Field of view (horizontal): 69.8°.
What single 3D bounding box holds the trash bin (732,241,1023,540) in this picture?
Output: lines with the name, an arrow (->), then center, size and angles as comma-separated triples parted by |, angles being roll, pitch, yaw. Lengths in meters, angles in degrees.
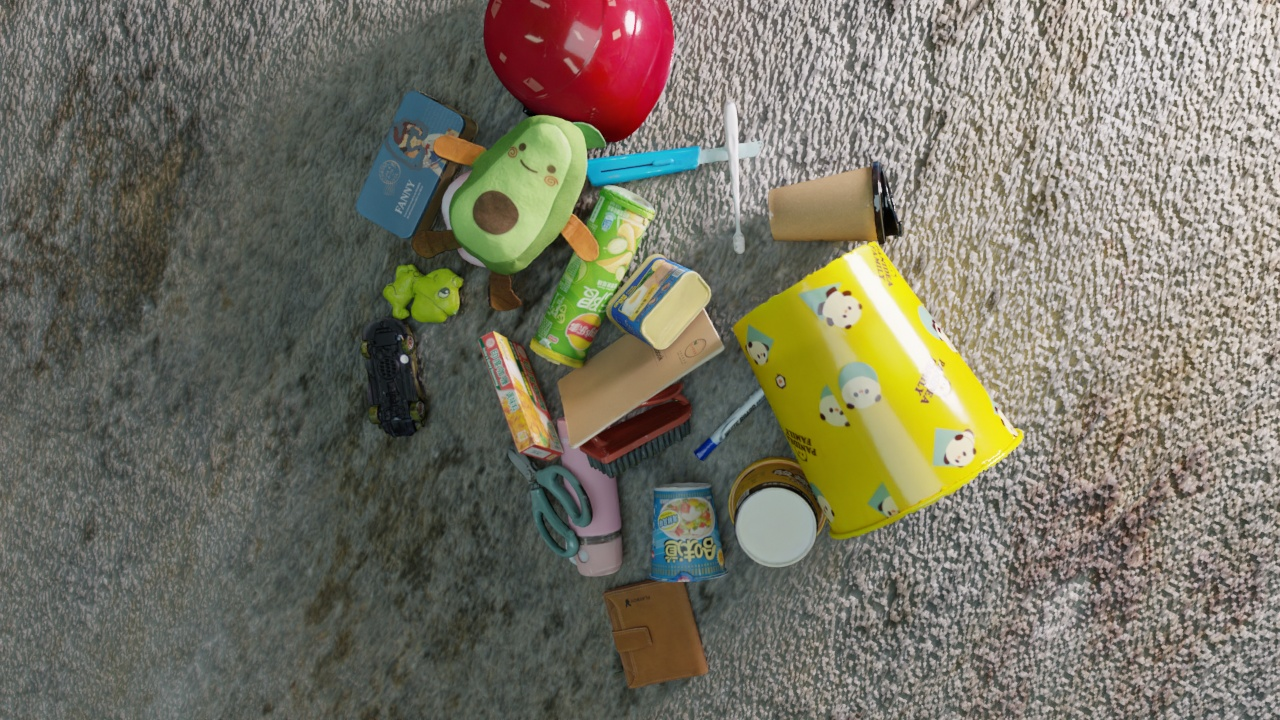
trash bin -> 0.243, 0.026, 0.999 | 0.230, 0.229, 0.255 | -31, 84, 12

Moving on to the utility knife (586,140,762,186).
utility knife -> 0.038, -0.241, 1.105 | 0.218, 0.018, 0.034 | -7, 94, 10

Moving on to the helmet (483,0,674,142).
helmet -> -0.085, -0.373, 1.052 | 0.240, 0.143, 0.207 | 25, 102, 8

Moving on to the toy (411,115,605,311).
toy -> -0.146, -0.180, 1.057 | 0.227, 0.089, 0.247 | 35, 106, -8

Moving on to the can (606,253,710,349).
can -> 0.022, -0.068, 1.075 | 0.102, 0.083, 0.057 | -49, 124, -5

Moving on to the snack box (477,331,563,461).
snack box -> -0.145, 0.044, 1.110 | 0.027, 0.077, 0.155 | -29, 68, 13

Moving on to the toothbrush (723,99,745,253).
toothbrush -> 0.111, -0.216, 1.085 | 0.016, 0.016, 0.180 | -5, 100, 3

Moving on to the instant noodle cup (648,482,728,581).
instant noodle cup -> 0.055, 0.205, 1.114 | 0.099, 0.099, 0.110 | -4, 87, 11

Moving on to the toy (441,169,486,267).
toy -> -0.166, -0.187, 1.128 | 0.160, 0.054, 0.121 | -25, 99, 13

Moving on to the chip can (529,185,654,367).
chip can -> -0.057, -0.101, 1.108 | 0.072, 0.072, 0.221 | 27, 100, 7

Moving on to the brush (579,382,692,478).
brush -> 0.000, 0.078, 1.095 | 0.145, 0.063, 0.069 | -25, 113, -26

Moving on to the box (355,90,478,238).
box -> -0.280, -0.236, 1.142 | 0.090, 0.061, 0.184 | 27, 98, 7

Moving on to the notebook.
notebook -> -0.006, 0.006, 1.078 | 0.208, 0.147, 0.008 | -34, 121, 10

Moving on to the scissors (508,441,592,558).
scissors -> -0.114, 0.151, 1.133 | 0.180, 0.019, 0.144 | 56, 134, 25

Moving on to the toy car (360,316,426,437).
toy car -> -0.317, 0.021, 1.184 | 0.070, 0.042, 0.158 | -5, 96, 11

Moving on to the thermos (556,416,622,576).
thermos -> -0.068, 0.166, 1.147 | 0.087, 0.067, 0.198 | 0, 99, 42

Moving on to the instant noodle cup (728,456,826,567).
instant noodle cup -> 0.159, 0.181, 1.077 | 0.118, 0.114, 0.118 | 1, 95, 11

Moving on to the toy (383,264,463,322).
toy -> -0.276, -0.083, 1.171 | 0.100, 0.031, 0.097 | 38, 101, 9

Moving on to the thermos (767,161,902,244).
thermos -> 0.222, -0.173, 1.046 | 0.143, 0.093, 0.093 | -5, 95, 18

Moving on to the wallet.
wallet -> 0.013, 0.345, 1.166 | 0.119, 0.035, 0.130 | -16, 92, 6

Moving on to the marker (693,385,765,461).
marker -> 0.121, 0.068, 1.122 | 0.017, 0.017, 0.146 | 44, 101, 3
